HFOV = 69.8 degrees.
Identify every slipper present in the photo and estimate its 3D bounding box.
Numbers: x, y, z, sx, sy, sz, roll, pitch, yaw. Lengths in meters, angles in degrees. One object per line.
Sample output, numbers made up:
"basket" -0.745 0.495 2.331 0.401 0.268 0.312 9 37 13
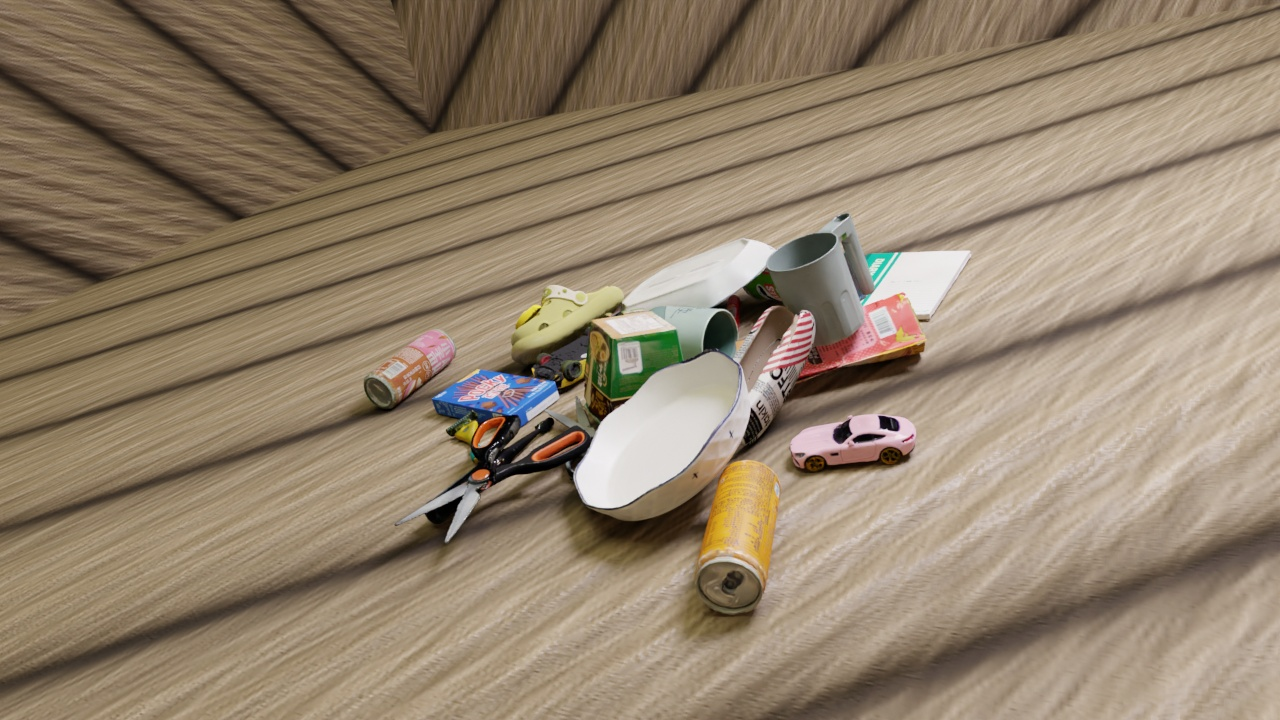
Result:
"slipper" -0.112 -0.064 1.291 0.190 0.081 0.092 -32 -10 -26

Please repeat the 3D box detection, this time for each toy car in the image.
"toy car" -0.074 -0.007 1.227 0.155 0.041 0.071 -34 31 -32
"toy car" 0.206 0.077 0.898 0.122 0.037 0.056 -9 23 14

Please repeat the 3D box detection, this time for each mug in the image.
"mug" 0.065 -0.030 1.159 0.106 0.082 0.111 5 18 38
"mug" 0.212 -0.091 1.034 0.123 0.103 0.084 -38 26 -24

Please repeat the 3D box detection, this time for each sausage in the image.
"sausage" 0.125 -0.055 1.251 0.020 0.020 0.155 -9 25 12

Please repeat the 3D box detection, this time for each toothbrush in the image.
"toothbrush" -0.163 0.116 1.031 0.027 0.026 0.212 -22 11 39

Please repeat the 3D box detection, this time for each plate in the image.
"plate" 0.067 -0.108 1.278 0.266 0.034 0.161 -15 24 47
"plate" 0.026 0.077 0.905 0.205 0.045 0.204 -34 22 16

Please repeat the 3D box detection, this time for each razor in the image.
"razor" -0.199 0.098 1.084 0.043 0.028 0.132 -34 23 -9

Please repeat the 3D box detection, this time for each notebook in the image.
"notebook" 0.347 -0.103 1.244 0.151 0.012 0.208 2 29 34

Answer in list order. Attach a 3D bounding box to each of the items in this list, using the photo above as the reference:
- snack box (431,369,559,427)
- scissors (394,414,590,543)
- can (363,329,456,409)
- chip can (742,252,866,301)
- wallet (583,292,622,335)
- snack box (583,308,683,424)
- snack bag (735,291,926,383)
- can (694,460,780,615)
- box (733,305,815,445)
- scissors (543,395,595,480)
"snack box" -0.189 0.049 1.189 0.157 0.026 0.084 7 32 40
"scissors" -0.157 0.117 0.979 0.220 0.022 0.223 -17 27 -13
"can" -0.328 0.011 1.311 0.058 0.058 0.146 0 28 29
"chip can" 0.209 -0.108 1.195 0.072 0.072 0.236 -20 12 -14
"wallet" -0.084 -0.071 1.404 0.096 0.020 0.122 -35 32 -29
"snack box" -0.006 0.006 1.060 0.118 0.106 0.117 -11 22 -19
"snack bag" 0.218 -0.017 1.071 0.208 0.073 0.128 -17 26 6
"can" 0.085 0.147 0.785 0.058 0.058 0.145 -6 25 17
"box" 0.127 0.014 0.986 0.079 0.074 0.163 17 68 34
"scissors" -0.058 0.085 1.043 0.172 0.014 0.159 -1 30 23
